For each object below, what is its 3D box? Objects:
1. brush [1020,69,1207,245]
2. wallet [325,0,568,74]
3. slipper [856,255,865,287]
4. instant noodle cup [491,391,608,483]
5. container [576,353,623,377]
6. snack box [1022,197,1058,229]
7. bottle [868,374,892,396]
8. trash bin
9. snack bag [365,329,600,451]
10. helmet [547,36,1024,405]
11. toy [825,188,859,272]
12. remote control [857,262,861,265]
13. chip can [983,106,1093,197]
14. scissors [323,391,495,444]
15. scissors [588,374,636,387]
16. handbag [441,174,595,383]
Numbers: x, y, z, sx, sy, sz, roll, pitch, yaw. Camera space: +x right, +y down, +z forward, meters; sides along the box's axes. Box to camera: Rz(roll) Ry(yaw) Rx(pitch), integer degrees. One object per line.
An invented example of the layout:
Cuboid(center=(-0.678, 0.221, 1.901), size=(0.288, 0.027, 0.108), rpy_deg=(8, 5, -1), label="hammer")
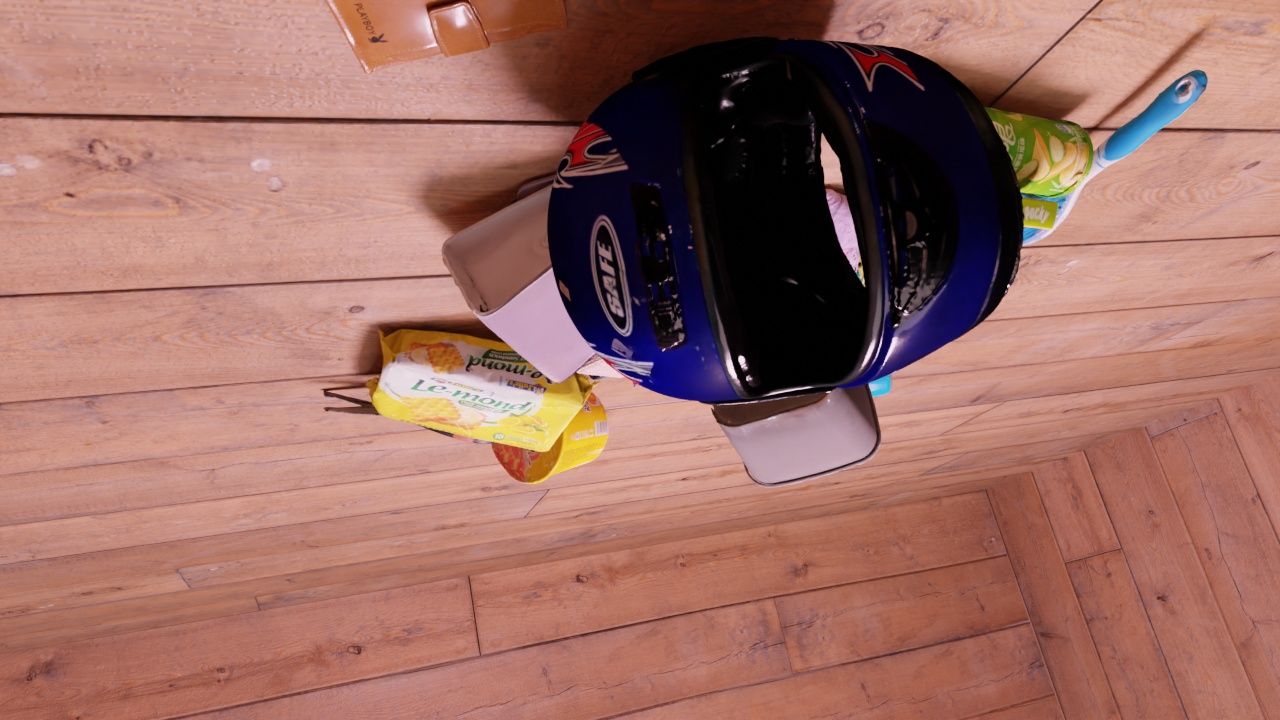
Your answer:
Cuboid(center=(0.421, -0.180, 0.908), size=(0.109, 0.060, 0.315), rpy_deg=(-17, 165, -4), label="brush")
Cuboid(center=(-0.112, -0.215, 0.519), size=(0.132, 0.031, 0.108), rpy_deg=(-11, 159, 0), label="wallet")
Cuboid(center=(0.243, -0.109, 0.972), size=(0.191, 0.081, 0.091), rpy_deg=(-20, 157, 13), label="slipper")
Cuboid(center=(-0.118, 0.091, 1.243), size=(0.138, 0.138, 0.109), rpy_deg=(-27, 166, 35), label="instant noodle cup")
Cuboid(center=(-0.018, -0.035, 1.003), size=(0.089, 0.090, 0.111), rpy_deg=(7, 156, -45), label="container")
Cuboid(center=(0.288, -0.145, 0.838), size=(0.085, 0.026, 0.156), rpy_deg=(0, -165, -25), label="snack box")
Cuboid(center=(0.283, 0.042, 1.447), size=(0.218, 0.065, 0.065), rpy_deg=(-12, 161, -3), label="bottle")
Cuboid(center=(0.186, 0.036, 1.197), size=(0.199, 0.198, 0.219), rpy_deg=(-19, 154, 17), label="trash bin")
Cuboid(center=(-0.187, 0.031, 1.055), size=(0.246, 0.068, 0.158), rpy_deg=(14, 150, -16), label="snack bag")
Cuboid(center=(0.061, -0.084, 0.609), size=(0.240, 0.247, 0.315), rpy_deg=(-16, -166, -8), label="helmet")
Cuboid(center=(0.198, -0.123, 0.917), size=(0.083, 0.039, 0.108), rpy_deg=(-6, 119, -18), label="toy")
Cuboid(center=(0.278, -0.107, 1.082), size=(0.136, 0.024, 0.053), rpy_deg=(-11, 167, -2), label="remote control")
Cuboid(center=(0.304, -0.186, 0.802), size=(0.220, 0.072, 0.073), rpy_deg=(-1, 158, -31), label="chip can")
Cuboid(center=(-0.274, 0.065, 1.136), size=(0.190, 0.015, 0.221), rpy_deg=(25, -161, 18), label="scissors")
Cuboid(center=(-0.003, 0.004, 1.099), size=(0.160, 0.014, 0.180), rpy_deg=(-17, -167, 24), label="scissors")
Cuboid(center=(-0.073, -0.075, 0.836), size=(0.145, 0.098, 0.197), rpy_deg=(-31, 158, 3), label="handbag")
